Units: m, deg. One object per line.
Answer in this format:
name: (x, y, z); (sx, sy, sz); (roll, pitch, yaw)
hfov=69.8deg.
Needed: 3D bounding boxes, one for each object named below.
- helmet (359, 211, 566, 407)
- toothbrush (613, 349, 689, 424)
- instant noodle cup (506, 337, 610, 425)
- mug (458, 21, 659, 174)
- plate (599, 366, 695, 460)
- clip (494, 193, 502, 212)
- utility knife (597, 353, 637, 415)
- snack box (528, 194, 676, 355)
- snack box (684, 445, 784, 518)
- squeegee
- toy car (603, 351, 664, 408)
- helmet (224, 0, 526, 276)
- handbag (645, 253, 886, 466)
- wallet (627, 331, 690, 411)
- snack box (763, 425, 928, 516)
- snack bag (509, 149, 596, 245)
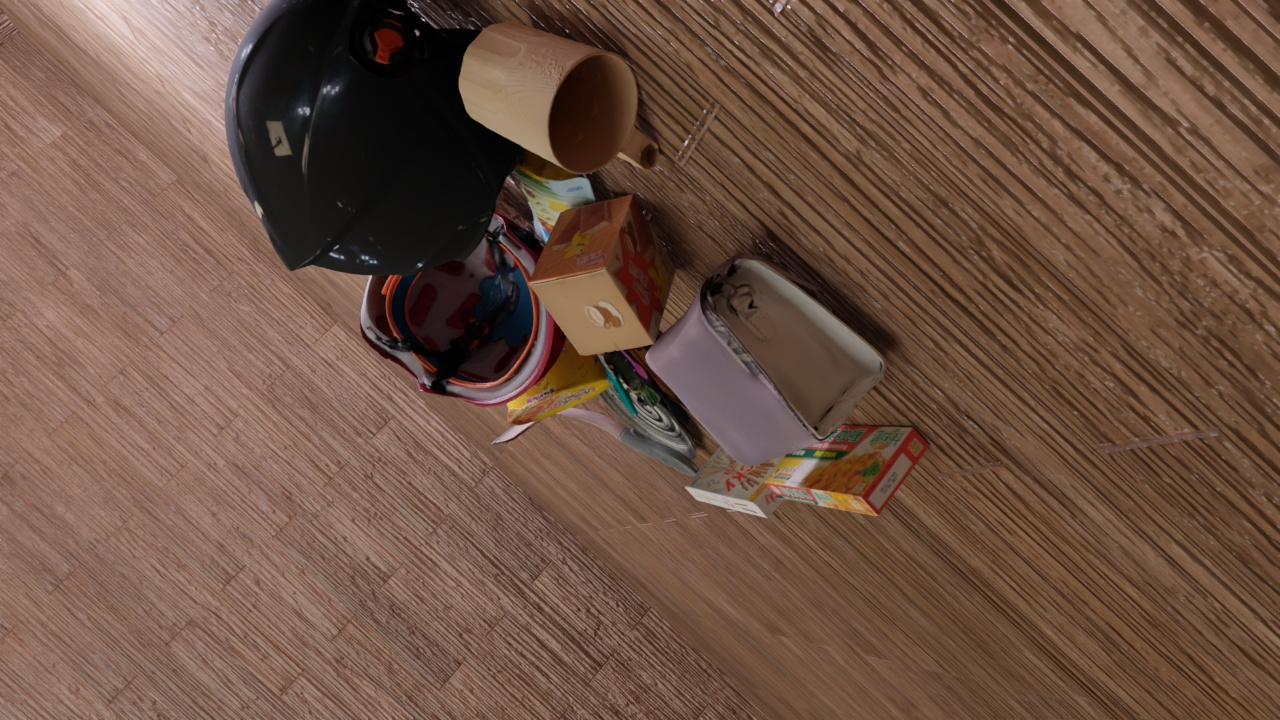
helmet: (-0.167, -0.061, 1.001); (0.240, 0.207, 0.143); (34, -162, 16)
toothbrush: (-0.006, 0.006, 1.002); (0.189, 0.014, 0.018); (47, 179, -24)
instant noodle cup: (-0.114, 0.002, 1.113); (0.138, 0.138, 0.109); (129, 119, -73)
mug: (-0.056, -0.185, 0.667); (0.103, 0.084, 0.124); (32, -173, 34)
plate: (0.007, 0.063, 1.199); (0.179, 0.024, 0.180); (36, 162, 13)
clip: (-0.202, -0.200, 1.008); (0.103, 0.035, 0.093); (42, 161, -25)
utility knife: (-0.029, 0.028, 1.072); (0.029, 0.013, 0.216); (49, 174, 22)
snack box: (-0.029, -0.072, 0.791); (0.077, 0.094, 0.093); (-8, 135, 29)
snack box: (0.116, 0.123, 0.999); (0.027, 0.084, 0.157); (49, 162, -15)
squeegee: (-0.032, 0.098, 1.198); (0.250, 0.040, 0.247); (20, -163, 8)
toy car: (-0.008, 0.018, 1.095); (0.091, 0.036, 0.043); (43, 172, 32)
helmet: (-0.230, -0.200, 0.772); (0.234, 0.229, 0.275); (4, 119, 61)
handbag: (0.091, 0.002, 0.739); (0.145, 0.098, 0.197); (40, 164, 1)
wallet: (0.027, 0.010, 1.015); (0.124, 0.032, 0.101); (39, 165, 14)
snack box: (0.176, 0.093, 0.807); (0.027, 0.077, 0.156); (46, 162, -13)
snack bag: (-0.069, -0.130, 0.879); (0.110, 0.038, 0.191); (22, 157, 22)
